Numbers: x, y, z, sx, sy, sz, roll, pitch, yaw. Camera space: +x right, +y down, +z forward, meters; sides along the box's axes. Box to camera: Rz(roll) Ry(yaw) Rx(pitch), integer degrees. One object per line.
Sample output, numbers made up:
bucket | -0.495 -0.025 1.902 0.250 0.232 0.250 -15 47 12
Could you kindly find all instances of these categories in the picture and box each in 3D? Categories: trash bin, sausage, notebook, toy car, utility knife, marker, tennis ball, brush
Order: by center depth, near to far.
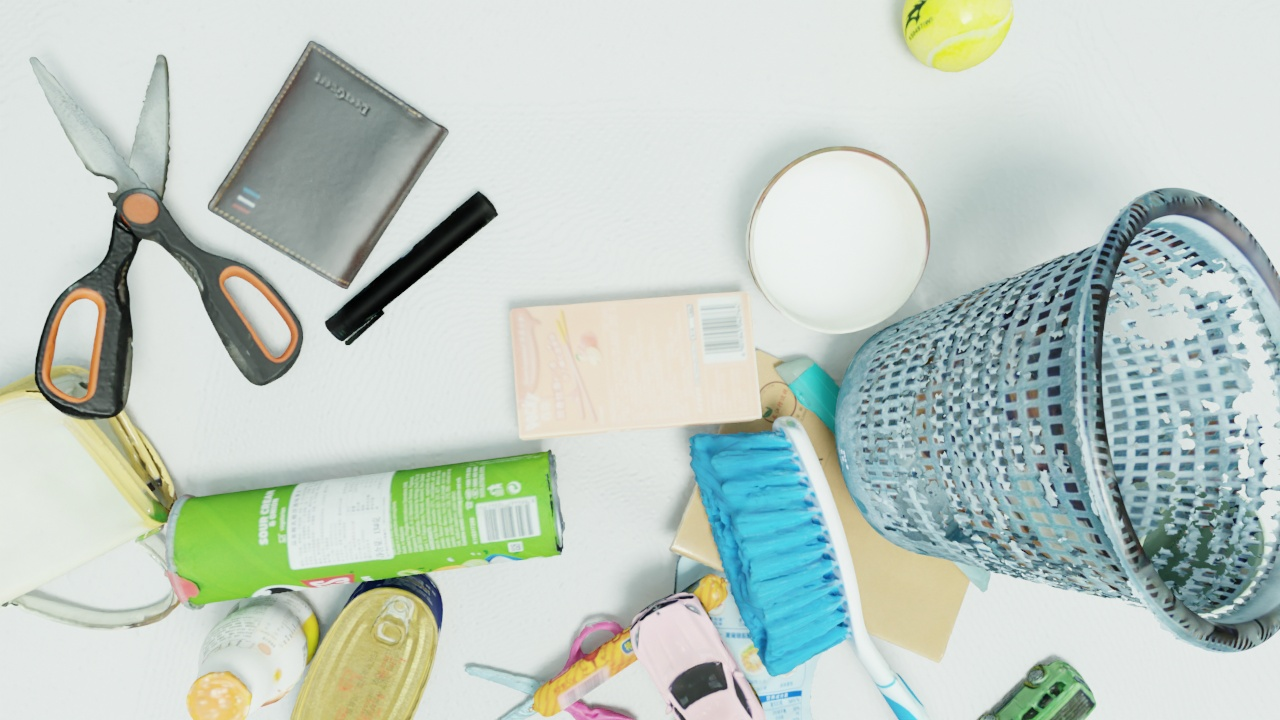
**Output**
trash bin | 0.231 0.037 0.524 0.226 0.196 0.226 5 80 -32
tennis ball | 0.197 -0.214 0.571 0.065 0.065 0.065 -1 98 -5
marker | -0.146 -0.059 0.587 0.132 0.020 0.022 -40 82 2
toy car | 0.038 0.207 0.590 0.056 0.037 0.122 -29 105 2
brush | 0.128 0.181 0.590 0.109 0.061 0.314 -19 93 -17
sausage | -0.008 0.190 0.612 0.165 0.021 0.021 -35 99 5
utility knife | 0.167 0.076 0.619 0.029 0.013 0.209 -42 92 -12
notebook | 0.141 0.100 0.625 0.207 0.008 0.147 24 84 -8
toy car | 0.285 0.259 0.661 0.043 0.036 0.091 44 96 -10

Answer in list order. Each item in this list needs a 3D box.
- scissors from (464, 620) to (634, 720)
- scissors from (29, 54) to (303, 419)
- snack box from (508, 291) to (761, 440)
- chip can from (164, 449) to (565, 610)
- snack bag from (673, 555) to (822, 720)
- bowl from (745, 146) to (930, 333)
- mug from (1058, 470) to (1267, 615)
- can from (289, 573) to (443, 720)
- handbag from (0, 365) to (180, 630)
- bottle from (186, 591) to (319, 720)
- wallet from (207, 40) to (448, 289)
scissors | -0.055 0.237 0.640 0.133 0.017 0.128 -35 102 5
scissors | -0.291 -0.068 0.555 0.222 0.022 0.220 29 69 -27
snack box | -0.004 0.003 0.596 0.157 0.026 0.084 -4 85 -3
chip can | -0.167 0.105 0.581 0.236 0.072 0.072 -7 98 -4
snack bag | 0.076 0.225 0.635 0.110 0.039 0.191 2 90 3
bowl | 0.120 -0.076 0.586 0.113 0.062 0.113 0 98 -3
mug | 0.324 0.116 0.607 0.112 0.106 0.082 -27 100 -1
can | -0.180 0.210 0.607 0.074 0.049 0.148 23 95 -8
handbag | -0.377 0.106 0.579 0.163 0.063 0.179 -27 114 -1
bottle | -0.242 0.186 0.569 0.063 0.108 0.063 0 97 -4
wallet | -0.193 -0.120 0.571 0.096 0.020 0.122 33 92 -18
